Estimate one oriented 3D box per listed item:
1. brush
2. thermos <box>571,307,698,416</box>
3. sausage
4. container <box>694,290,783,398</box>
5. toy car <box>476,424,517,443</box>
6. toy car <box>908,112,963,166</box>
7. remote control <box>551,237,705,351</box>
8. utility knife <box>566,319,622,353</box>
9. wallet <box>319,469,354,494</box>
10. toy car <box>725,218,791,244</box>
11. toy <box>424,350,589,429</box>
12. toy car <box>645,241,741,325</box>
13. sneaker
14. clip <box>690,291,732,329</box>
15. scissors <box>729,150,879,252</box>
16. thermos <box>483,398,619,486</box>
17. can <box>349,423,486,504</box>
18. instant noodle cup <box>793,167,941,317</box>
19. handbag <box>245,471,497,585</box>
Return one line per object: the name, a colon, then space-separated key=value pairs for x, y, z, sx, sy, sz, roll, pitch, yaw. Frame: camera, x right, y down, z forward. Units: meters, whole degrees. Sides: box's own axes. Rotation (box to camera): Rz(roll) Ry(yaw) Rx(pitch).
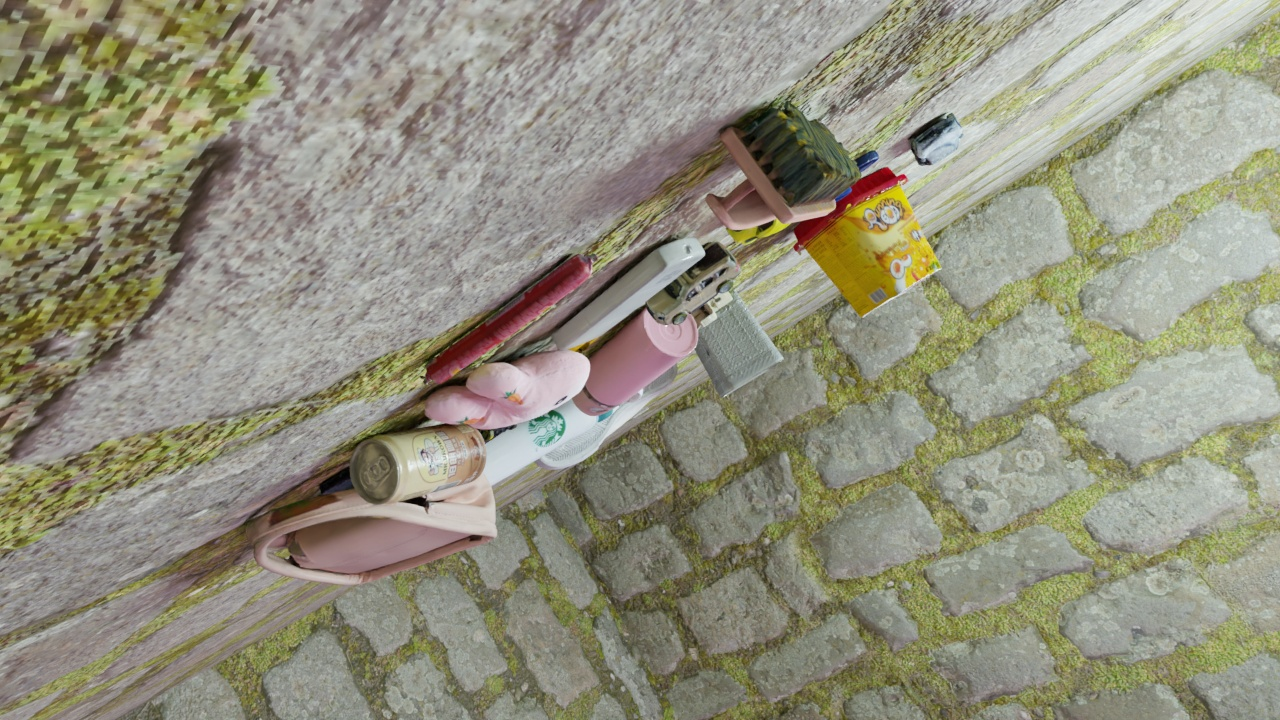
brush: x=0.091 y=-0.114 z=0.573 sx=0.073 sy=0.063 sz=0.145 roll=-38 pitch=174 yaw=25
thermos: x=-0.006 y=0.006 z=1.010 sx=0.087 sy=0.067 sz=0.199 roll=12 pitch=151 yaw=-24
sausage: x=-0.089 y=-0.026 z=0.607 sx=0.156 sy=0.020 sz=0.020 roll=-33 pitch=174 yaw=21
container: x=0.119 y=-0.023 z=1.227 sx=0.090 sy=0.114 sz=0.090 roll=-31 pitch=174 yaw=-5
toy car: x=-0.179 y=0.083 z=0.999 sx=0.107 sy=0.031 sz=0.049 roll=-36 pitch=172 yaw=32
toy car: x=0.296 y=-0.216 z=0.914 sx=0.049 sy=0.031 sz=0.105 roll=-34 pitch=173 yaw=18
remote control: x=-0.012 y=-0.054 z=0.748 sx=0.150 sy=0.021 sz=0.058 roll=-36 pitch=173 yaw=40
utility knife: x=-0.037 y=-0.030 z=0.849 sx=0.033 sy=0.015 sz=0.154 roll=-23 pitch=170 yaw=-40
wallet: x=-0.242 y=0.098 z=0.885 sx=0.097 sy=0.019 sz=0.120 roll=-31 pitch=173 yaw=7
toy car: x=0.111 y=-0.125 z=0.732 sx=0.048 sy=0.032 sz=0.105 roll=-26 pitch=171 yaw=-38
toy: x=-0.112 y=0.027 z=0.784 sx=0.121 sy=0.054 sz=0.159 roll=-28 pitch=169 yaw=25
toy car: x=0.044 y=-0.069 z=0.816 sx=0.090 sy=0.042 sz=0.035 roll=-36 pitch=151 yaw=2
sneaker: x=-0.059 y=0.064 z=1.237 sx=0.241 sy=0.089 sz=0.091 roll=-35 pitch=-179 yaw=-27
clip: x=0.066 y=-0.053 z=1.116 sx=0.084 sy=0.035 sz=0.104 roll=-37 pitch=-179 yaw=21
scissors: x=0.155 y=-0.147 z=0.868 sx=0.163 sy=0.012 sz=0.174 roll=-35 pitch=172 yaw=40
thermos: x=-0.124 y=0.083 z=1.108 sx=0.223 sy=0.073 sz=0.073 roll=-29 pitch=174 yaw=-25
can: x=-0.190 y=0.088 z=0.798 sx=0.059 sy=0.058 sz=0.116 roll=-34 pitch=167 yaw=27
instant noodle cup: x=0.249 y=-0.124 z=0.992 sx=0.116 sy=0.123 sz=0.116 roll=-29 pitch=173 yaw=-26
handbag: x=-0.268 y=0.156 z=0.882 sx=0.194 sy=0.093 sz=0.234 roll=-22 pitch=165 yaw=17
